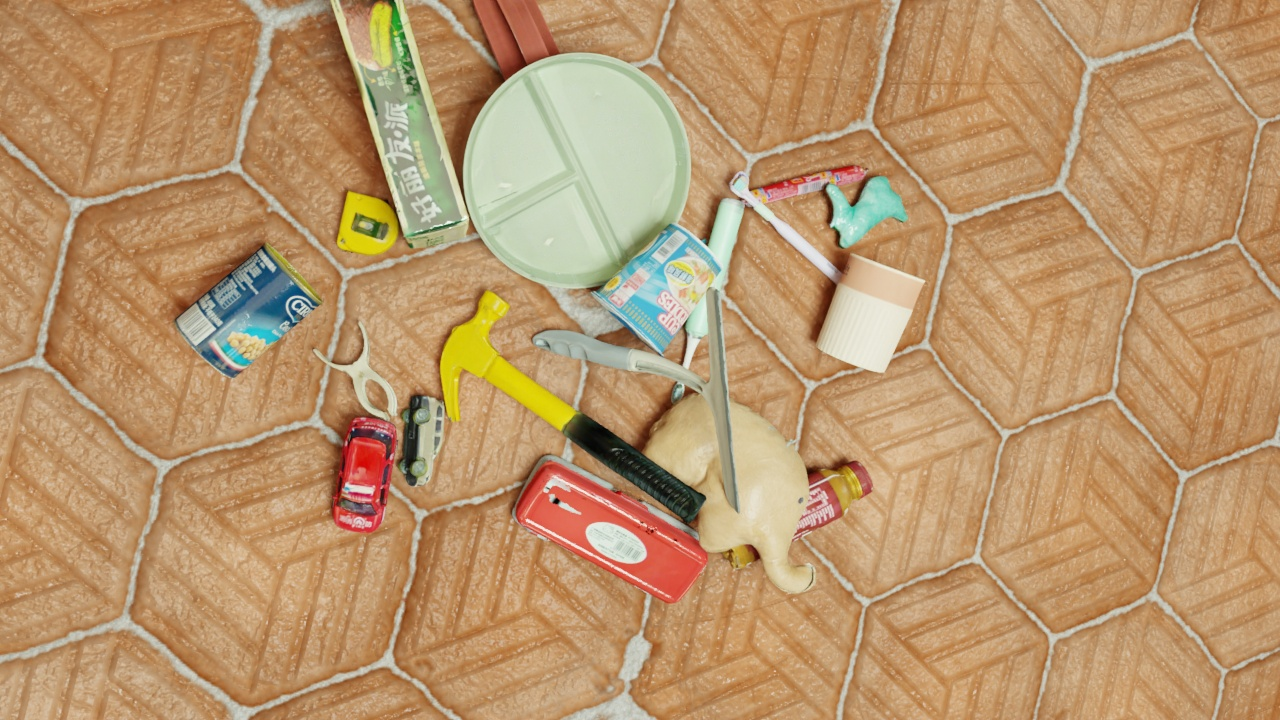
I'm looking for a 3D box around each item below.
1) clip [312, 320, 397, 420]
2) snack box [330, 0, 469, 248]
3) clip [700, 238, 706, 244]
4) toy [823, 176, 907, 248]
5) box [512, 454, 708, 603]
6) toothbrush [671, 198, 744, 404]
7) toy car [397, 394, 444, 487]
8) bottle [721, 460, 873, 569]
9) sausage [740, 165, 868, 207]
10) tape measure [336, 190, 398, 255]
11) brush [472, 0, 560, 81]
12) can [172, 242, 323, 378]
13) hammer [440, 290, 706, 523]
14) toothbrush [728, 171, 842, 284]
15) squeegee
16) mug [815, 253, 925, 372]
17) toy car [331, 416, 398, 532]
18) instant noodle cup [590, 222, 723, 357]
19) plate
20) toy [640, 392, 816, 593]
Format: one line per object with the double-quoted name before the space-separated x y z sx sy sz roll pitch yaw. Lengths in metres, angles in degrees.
"clip" -0.273 0.018 0.896 0.064 0.034 0.098 -35 94 -8
"snack box" -0.223 -0.229 0.856 0.063 0.114 0.240 -17 96 -11
"clip" 0.050 -0.109 0.971 0.056 0.014 0.041 -35 100 -10
"toy" 0.241 -0.165 1.000 0.092 0.030 0.096 -42 112 -9
"box" -0.032 0.175 0.954 0.201 0.068 0.091 30 106 -11
"toothbrush" 0.066 -0.060 0.964 0.026 0.027 0.224 16 97 1
"toy car" -0.215 0.080 0.905 0.035 0.042 0.090 8 84 -32
"bottle" 0.165 0.161 0.982 0.174 0.057 0.057 -24 97 -11
"sausage" 0.177 -0.189 0.992 0.155 0.020 0.020 -15 95 -11
"tape measure" -0.265 -0.131 0.894 0.057 0.029 0.060 13 89 -13
"brush" -0.119 -0.321 0.899 0.063 0.069 0.146 -25 97 -12
"can" -0.364 -0.045 0.852 0.111 0.075 0.075 -42 100 -8
"hammer" -0.068 0.062 0.899 0.301 0.033 0.129 34 92 7
"toothbrush" 0.167 -0.132 0.982 0.189 0.021 0.029 39 63 -19
"squeegee" -0.005 0.005 0.882 0.039 0.247 0.247 -40 134 -37
"mug" 0.251 -0.049 0.982 0.114 0.082 0.106 6 108 -50
"toy car" -0.267 0.114 0.883 0.053 0.045 0.121 11 111 -9
"instant noodle cup" 0.021 -0.076 0.917 0.099 0.099 0.110 41 90 -10
"plate" -0.061 -0.183 0.903 0.230 0.027 0.230 -8 115 -17
"toy" 0.104 0.129 0.924 0.226 0.082 0.143 42 96 16
